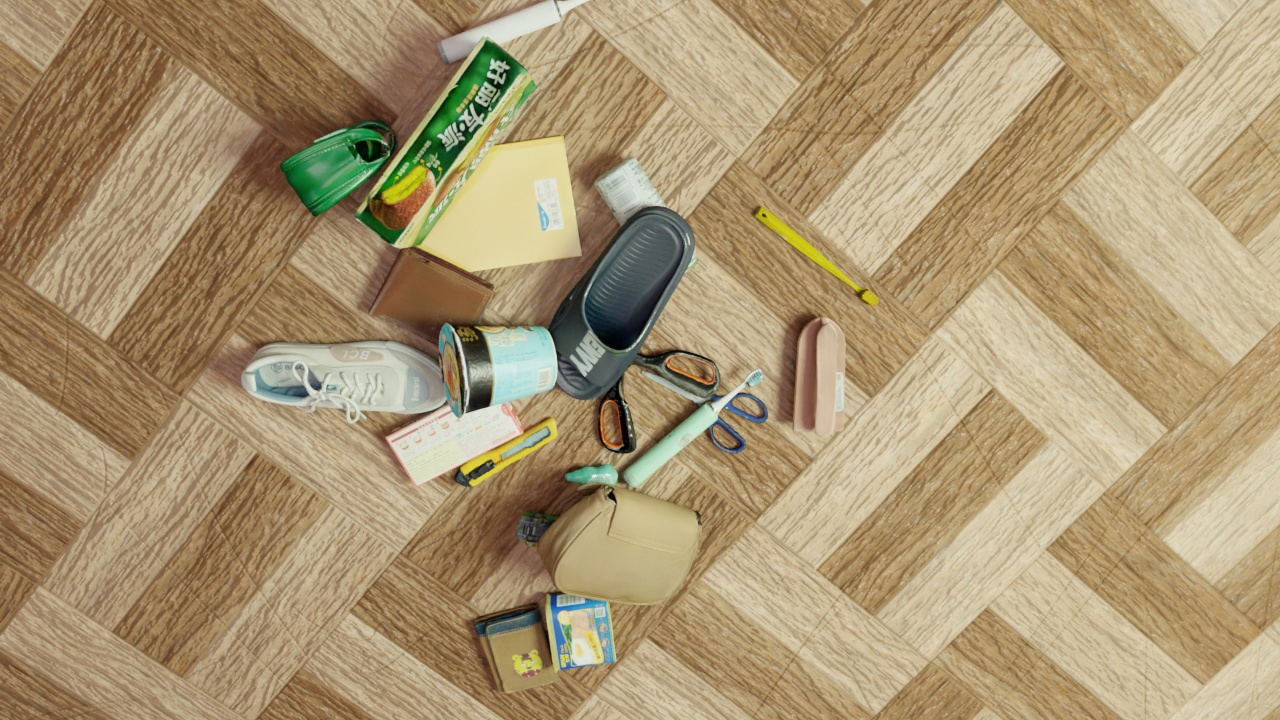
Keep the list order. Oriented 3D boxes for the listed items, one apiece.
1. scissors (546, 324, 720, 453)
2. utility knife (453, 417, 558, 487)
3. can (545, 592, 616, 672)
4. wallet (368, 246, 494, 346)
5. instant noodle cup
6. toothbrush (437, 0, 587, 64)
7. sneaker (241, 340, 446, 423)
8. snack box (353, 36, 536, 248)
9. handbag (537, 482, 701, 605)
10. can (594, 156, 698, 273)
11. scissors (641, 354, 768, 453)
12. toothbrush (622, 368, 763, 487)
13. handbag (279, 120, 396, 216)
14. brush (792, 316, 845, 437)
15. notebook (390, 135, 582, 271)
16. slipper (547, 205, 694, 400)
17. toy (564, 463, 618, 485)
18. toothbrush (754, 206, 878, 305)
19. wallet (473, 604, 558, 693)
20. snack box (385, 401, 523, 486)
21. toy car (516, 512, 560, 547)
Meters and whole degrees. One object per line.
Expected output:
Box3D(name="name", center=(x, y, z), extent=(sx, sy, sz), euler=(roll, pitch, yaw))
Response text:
Box3D(name="scissors", center=(-0.010, 0.012, 1.140), extent=(0.221, 0.021, 0.235), euler=(5, 106, 3))
Box3D(name="utility knife", center=(-0.171, 0.118, 1.169), extent=(0.154, 0.015, 0.033), euler=(-31, 106, 6))
Box3D(name="can", center=(-0.079, 0.355, 1.215), extent=(0.083, 0.057, 0.102), euler=(-7, 105, -3))
Box3D(name="wallet", center=(-0.250, -0.071, 1.103), extent=(0.124, 0.032, 0.101), euler=(26, 110, -12))
Box3D(name="instant noodle cup", center=(-0.167, 0.004, 1.089), extent=(0.120, 0.111, 0.111), euler=(-9, 106, -25))
Box3D(name="toothbrush", center=(-0.122, -0.385, 1.034), extent=(0.221, 0.026, 0.026), euler=(-20, 143, 3))
Box3D(name="sneaker", center=(-0.353, 0.024, 1.099), extent=(0.242, 0.090, 0.089), euler=(5, 105, -4))
Box3D(name="snack box", center=(-0.212, -0.236, 1.015), extent=(0.063, 0.114, 0.240), euler=(37, 96, -7))
Box3D(name="handbag", center=(-0.024, 0.225, 1.140), extent=(0.204, 0.100, 0.148), euler=(24, 108, -40))
Box3D(name="can", center=(0.008, -0.164, 1.081), extent=(0.058, 0.058, 0.147), euler=(-33, 104, 6))
Box3D(name="scissors", center=(0.087, 0.044, 1.163), extent=(0.140, 0.012, 0.171), euler=(-24, 103, 6))
Box3D(name="toothbrush", center=(0.066, 0.084, 1.154), extent=(0.225, 0.027, 0.026), euler=(-41, 126, 14))
Box3D(name="handbag", center=(-0.328, -0.218, 1.017), extent=(0.120, 0.131, 0.068), euler=(-29, 108, 2))
Box3D(name="brush", center=(0.223, 0.018, 1.130), extent=(0.063, 0.073, 0.146), euler=(0, 103, -2))
Box3D(name="notebook", center=(-0.182, -0.180, 1.094), extent=(0.206, 0.010, 0.146), euler=(-9, 105, 0))
Box3D(name="slipper", center=(-0.037, -0.058, 1.062), extent=(0.110, 0.083, 0.269), euler=(35, 117, 1))
Box3D(name="toy", center=(-0.044, 0.175, 1.184), extent=(0.096, 0.030, 0.092), euler=(-11, 110, -7))
Box3D(name="toothbrush", center=(0.217, -0.125, 1.120), extent=(0.190, 0.016, 0.016), euler=(36, 100, -11))
Box3D(name="wallet", center=(-0.166, 0.390, 1.234), extent=(0.090, 0.033, 0.115), euler=(-14, 108, 0))
Box3D(name="snack box", center=(-0.233, 0.091, 1.154), extent=(0.156, 0.027, 0.077), euler=(-27, 104, 5))
Box3D(name="toy car", center=(-0.114, 0.219, 1.187), extent=(0.091, 0.036, 0.043), euler=(12, 102, -8))
